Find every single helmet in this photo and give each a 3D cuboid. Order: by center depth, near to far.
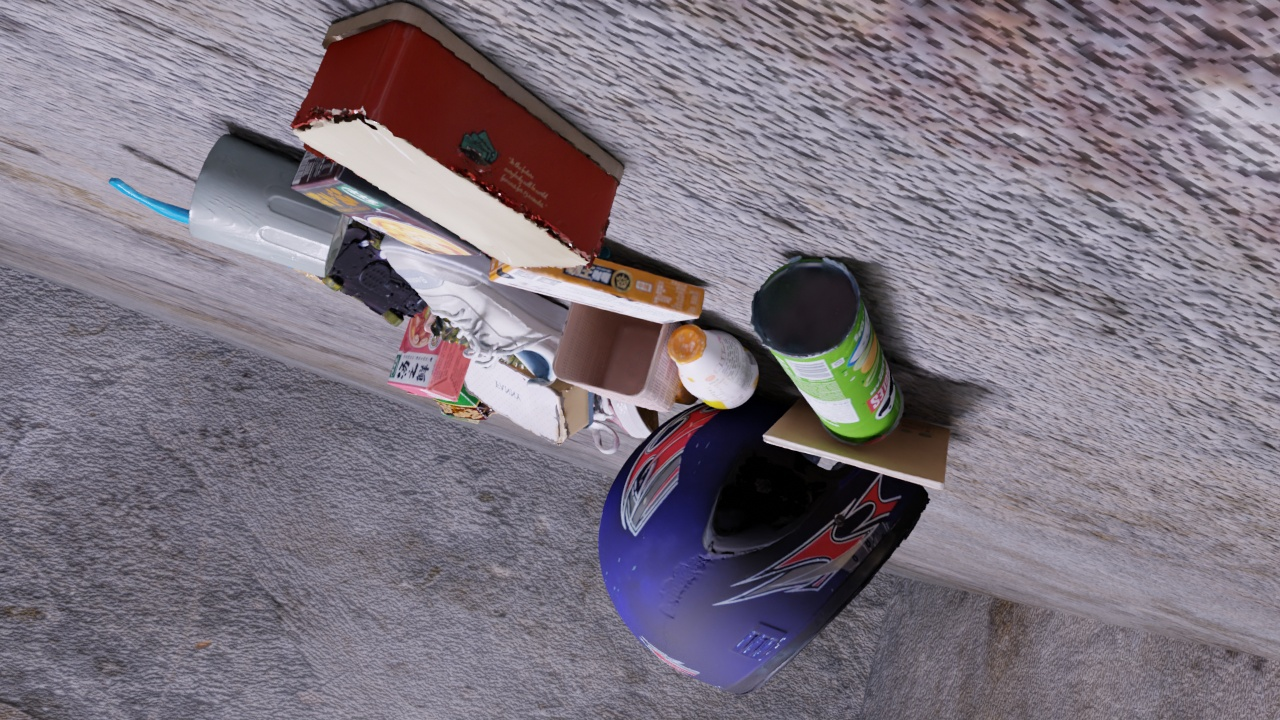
[{"bbox_3d":[0.103,0.152,0.908,0.240,0.314,0.248,48,157,9],"label":"helmet"}]

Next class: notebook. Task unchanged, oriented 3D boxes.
[{"bbox_3d":[0.203,0.066,0.831,0.148,0.008,0.207,15,-167,17],"label":"notebook"}]

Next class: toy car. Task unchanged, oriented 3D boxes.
[{"bbox_3d":[-0.249,-0.085,0.876,0.042,0.070,0.158,52,-174,30],"label":"toy car"}]

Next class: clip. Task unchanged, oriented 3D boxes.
[{"bbox_3d":[-0.049,-0.085,0.696,0.057,0.014,0.043,5,165,38],"label":"clip"}]

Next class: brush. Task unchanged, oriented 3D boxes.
[{"bbox_3d":[-0.395,-0.126,0.919,0.254,0.046,0.083,21,175,-42],"label":"brush"},{"bbox_3d":[-0.155,-0.037,0.986,0.145,0.063,0.073,22,-163,-31],"label":"brush"}]

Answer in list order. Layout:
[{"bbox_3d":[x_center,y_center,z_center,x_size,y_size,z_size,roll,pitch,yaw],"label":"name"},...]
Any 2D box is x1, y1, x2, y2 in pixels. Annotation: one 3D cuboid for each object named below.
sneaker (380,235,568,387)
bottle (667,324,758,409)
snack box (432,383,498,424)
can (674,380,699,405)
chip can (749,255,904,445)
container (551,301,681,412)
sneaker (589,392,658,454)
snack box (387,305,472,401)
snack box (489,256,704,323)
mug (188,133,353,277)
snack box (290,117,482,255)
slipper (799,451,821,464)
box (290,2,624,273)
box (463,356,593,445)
[{"bbox_3d":[-0.155,-0.042,0.867,0.090,0.090,0.242,7,164,40],"label":"sneaker"},{"bbox_3d":[0.062,0.002,0.813,0.063,0.063,0.108,11,167,31],"label":"bottle"},{"bbox_3d":[-0.231,0.002,1.178,0.118,0.118,0.105,6,152,44],"label":"snack box"},{"bbox_3d":[-0.006,0.006,0.945,0.146,0.058,0.058,10,167,31],"label":"can"},{"bbox_3d":[0.143,0.002,0.669,0.072,0.072,0.236,12,167,25],"label":"chip can"},{"bbox_3d":[-0.010,-0.006,0.830,0.090,0.090,0.111,13,171,21],"label":"container"},{"bbox_3d":[-0.027,0.053,1.099,0.088,0.118,0.241,-5,172,4],"label":"sneaker"},{"bbox_3d":[-0.240,-0.016,1.056,0.044,0.113,0.127,25,167,-38],"label":"snack box"},{"bbox_3d":[-0.034,-0.059,0.706,0.153,0.026,0.075,13,174,-21],"label":"snack box"},{"bbox_3d":[-0.288,-0.126,0.739,0.103,0.084,0.124,19,-165,-13],"label":"mug"},{"bbox_3d":[-0.165,-0.119,0.637,0.113,0.053,0.126,26,171,-35],"label":"snack box"},{"bbox_3d":[0.172,0.106,1.097,0.111,0.083,0.268,12,169,17],"label":"slipper"},{"bbox_3d":[-0.098,-0.106,0.503,0.091,0.080,0.168,6,163,43],"label":"box"},{"bbox_3d":[-0.129,0.027,1.062,0.184,0.059,0.090,26,133,28],"label":"box"}]
